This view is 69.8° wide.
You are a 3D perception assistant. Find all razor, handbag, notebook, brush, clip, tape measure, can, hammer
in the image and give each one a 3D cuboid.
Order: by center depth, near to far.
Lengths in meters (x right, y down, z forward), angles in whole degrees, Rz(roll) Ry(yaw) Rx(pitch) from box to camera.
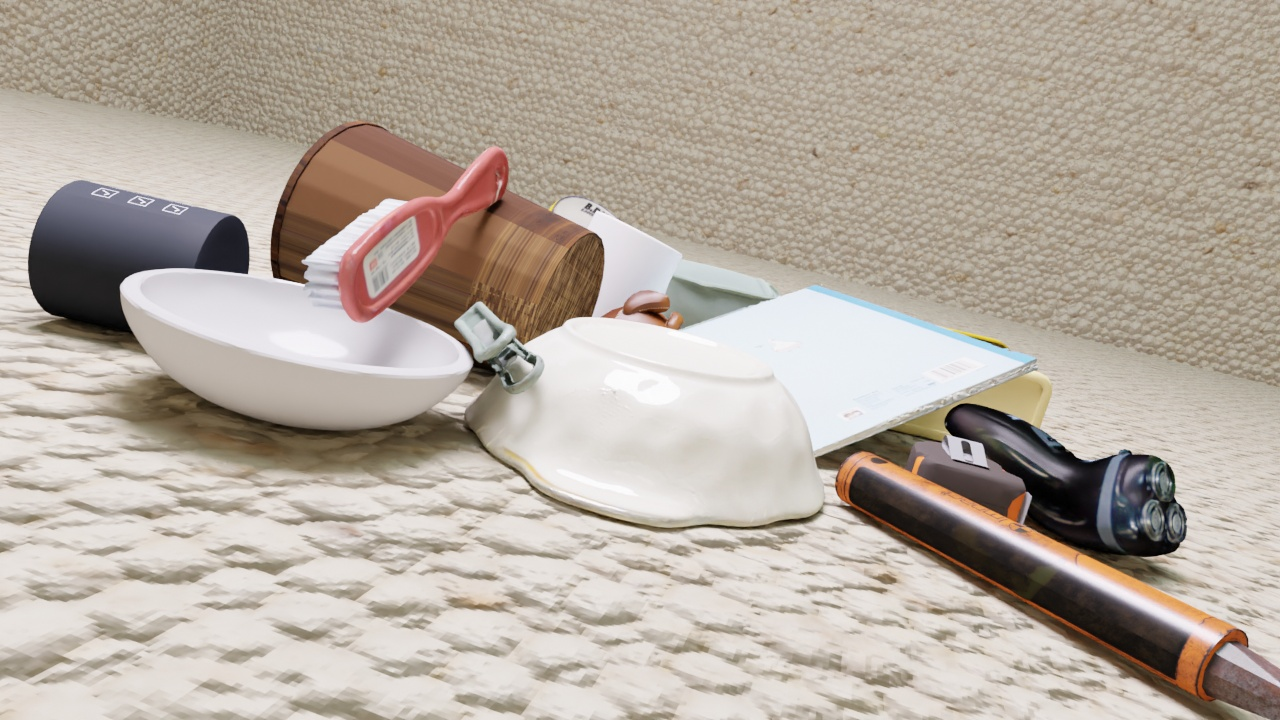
[{"bbox_3d":[0.183,0.102,0.337,0.137,0.035,0.315,6,12,-35],"label":"hammer"},{"bbox_3d":[-0.068,-0.007,0.436,0.042,0.023,0.076,48,-6,-24],"label":"clip"},{"bbox_3d":[-0.115,-0.073,0.473,0.030,0.041,0.171,10,34,14],"label":"brush"},{"bbox_3d":[0.176,0.064,0.503,0.058,0.038,0.058,14,11,6],"label":"tape measure"},{"bbox_3d":[0.234,0.058,0.515,0.053,0.064,0.140,11,21,-38],"label":"razor"},{"bbox_3d":[0.121,-0.003,0.657,0.181,0.009,0.253,-19,22,-17],"label":"notebook"},{"bbox_3d":[0.235,0.018,0.720,0.135,0.075,0.104,13,13,-1],"label":"can"},{"bbox_3d":[0.069,-0.056,0.909,0.122,0.067,0.106,12,20,-6],"label":"handbag"}]

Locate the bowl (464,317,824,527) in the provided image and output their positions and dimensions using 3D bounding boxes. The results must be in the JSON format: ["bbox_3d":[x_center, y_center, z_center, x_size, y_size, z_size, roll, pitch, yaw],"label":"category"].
[{"bbox_3d":[0.009,0.020,0.475,0.188,0.060,0.219,15,10,8],"label":"bowl"}]

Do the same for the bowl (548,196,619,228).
[{"bbox_3d":[-0.060,-0.097,0.915,0.117,0.068,0.117,28,43,-29],"label":"bowl"}]

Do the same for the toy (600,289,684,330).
[{"bbox_3d":[-0.003,0.003,0.615,0.102,0.071,0.090,-26,48,-37],"label":"toy"}]

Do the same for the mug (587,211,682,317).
[{"bbox_3d":[-0.013,-0.054,0.715,0.074,0.090,0.110,30,5,27],"label":"mug"}]

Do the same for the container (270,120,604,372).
[{"bbox_3d":[-0.120,-0.060,0.579,0.167,0.132,0.132,22,13,14],"label":"container"}]

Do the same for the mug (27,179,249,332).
[{"bbox_3d":[-0.257,-0.045,0.490,0.077,0.071,0.105,13,-16,-3],"label":"mug"}]

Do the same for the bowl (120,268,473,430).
[{"bbox_3d":[-0.154,0.000,0.415,0.149,0.043,0.149,16,10,-3],"label":"bowl"}]
